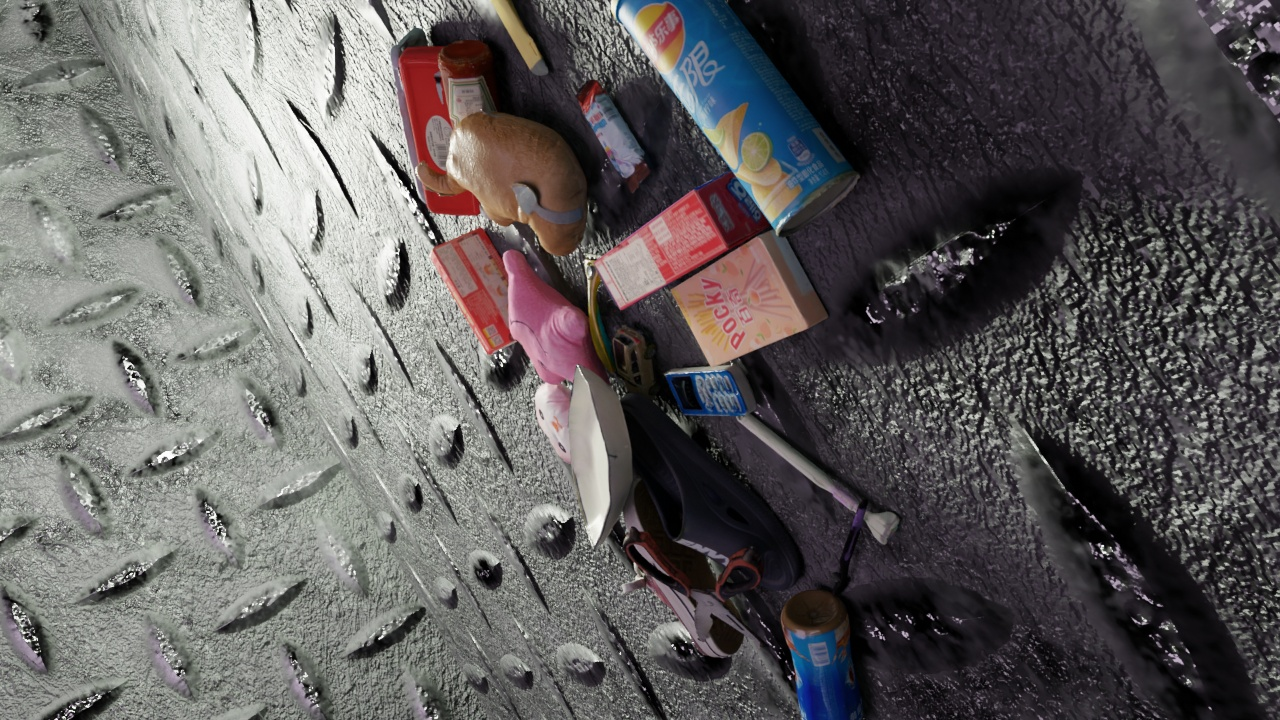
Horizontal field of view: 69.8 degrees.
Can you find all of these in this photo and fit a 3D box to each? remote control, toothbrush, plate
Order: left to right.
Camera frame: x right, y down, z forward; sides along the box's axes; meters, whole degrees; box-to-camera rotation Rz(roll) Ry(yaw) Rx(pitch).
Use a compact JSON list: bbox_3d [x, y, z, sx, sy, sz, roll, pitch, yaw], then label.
[{"bbox_3d":[-0.045,0.110,1.018,0.266,0.034,0.162,106,152,-61],"label":"plate"},{"bbox_3d":[0.068,0.029,0.899,0.125,0.024,0.049,-5,111,60],"label":"remote control"},{"bbox_3d":[0.154,0.098,0.830,0.189,0.020,0.029,39,115,37],"label":"toothbrush"},{"bbox_3d":[0.185,0.168,0.822,0.189,0.014,0.016,85,159,-53],"label":"toothbrush"}]

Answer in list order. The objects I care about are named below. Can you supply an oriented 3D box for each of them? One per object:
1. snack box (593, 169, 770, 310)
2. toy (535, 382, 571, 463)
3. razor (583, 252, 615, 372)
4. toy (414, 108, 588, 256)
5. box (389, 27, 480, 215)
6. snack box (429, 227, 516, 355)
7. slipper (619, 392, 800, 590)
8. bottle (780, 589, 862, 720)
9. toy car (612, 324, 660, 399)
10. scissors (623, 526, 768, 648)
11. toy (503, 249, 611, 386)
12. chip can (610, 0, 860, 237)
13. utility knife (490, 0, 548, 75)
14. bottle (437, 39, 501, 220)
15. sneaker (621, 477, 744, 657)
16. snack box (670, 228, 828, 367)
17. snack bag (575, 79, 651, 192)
[{"bbox_3d":[0.029,-0.102,0.808,0.058,0.057,0.208,60,152,-4],"label":"snack box"},{"bbox_3d":[-0.098,0.090,1.201,0.121,0.054,0.160,57,160,9],"label":"toy"},{"bbox_3d":[-0.041,-0.049,0.978,0.043,0.028,0.133,15,117,49],"label":"razor"},{"bbox_3d":[-0.147,-0.195,0.955,0.226,0.082,0.144,26,132,29],"label":"toy"},{"bbox_3d":[-0.226,-0.279,1.081,0.095,0.100,0.201,4,129,9],"label":"box"},{"bbox_3d":[-0.198,-0.089,1.171,0.153,0.075,0.026,59,153,3],"label":"snack box"},{"bbox_3d":[0.049,0.153,0.970,0.268,0.083,0.111,46,151,13],"label":"slipper"},{"bbox_3d":[0.191,0.334,0.936,0.065,0.065,0.219,21,134,50],"label":"bottle"},{"bbox_3d":[-0.006,0.006,0.988,0.042,0.035,0.090,34,145,44],"label":"toy car"},{"bbox_3d":[0.065,0.240,0.963,0.189,0.015,0.226,21,139,3],"label":"scissors"},{"bbox_3d":[-0.098,-0.022,1.070,0.194,0.074,0.179,44,153,28],"label":"toy"},{"bbox_3d":[0.065,-0.191,0.653,0.210,0.071,0.071,56,152,9],"label":"chip can"},{"bbox_3d":[-0.139,-0.353,0.891,0.178,0.019,0.031,56,148,-5],"label":"utility knife"},{"bbox_3d":[-0.176,-0.247,1.012,0.060,0.059,0.206,40,149,34],"label":"bottle"},{"bbox_3d":[0.033,0.248,1.080,0.088,0.118,0.241,-19,105,41],"label":"sneaker"},{"bbox_3d":[0.089,-0.050,0.791,0.084,0.026,0.158,61,152,-1],"label":"snack box"},{"bbox_3d":[-0.025,-0.206,0.833,0.105,0.026,0.045,58,149,0],"label":"snack bag"}]
